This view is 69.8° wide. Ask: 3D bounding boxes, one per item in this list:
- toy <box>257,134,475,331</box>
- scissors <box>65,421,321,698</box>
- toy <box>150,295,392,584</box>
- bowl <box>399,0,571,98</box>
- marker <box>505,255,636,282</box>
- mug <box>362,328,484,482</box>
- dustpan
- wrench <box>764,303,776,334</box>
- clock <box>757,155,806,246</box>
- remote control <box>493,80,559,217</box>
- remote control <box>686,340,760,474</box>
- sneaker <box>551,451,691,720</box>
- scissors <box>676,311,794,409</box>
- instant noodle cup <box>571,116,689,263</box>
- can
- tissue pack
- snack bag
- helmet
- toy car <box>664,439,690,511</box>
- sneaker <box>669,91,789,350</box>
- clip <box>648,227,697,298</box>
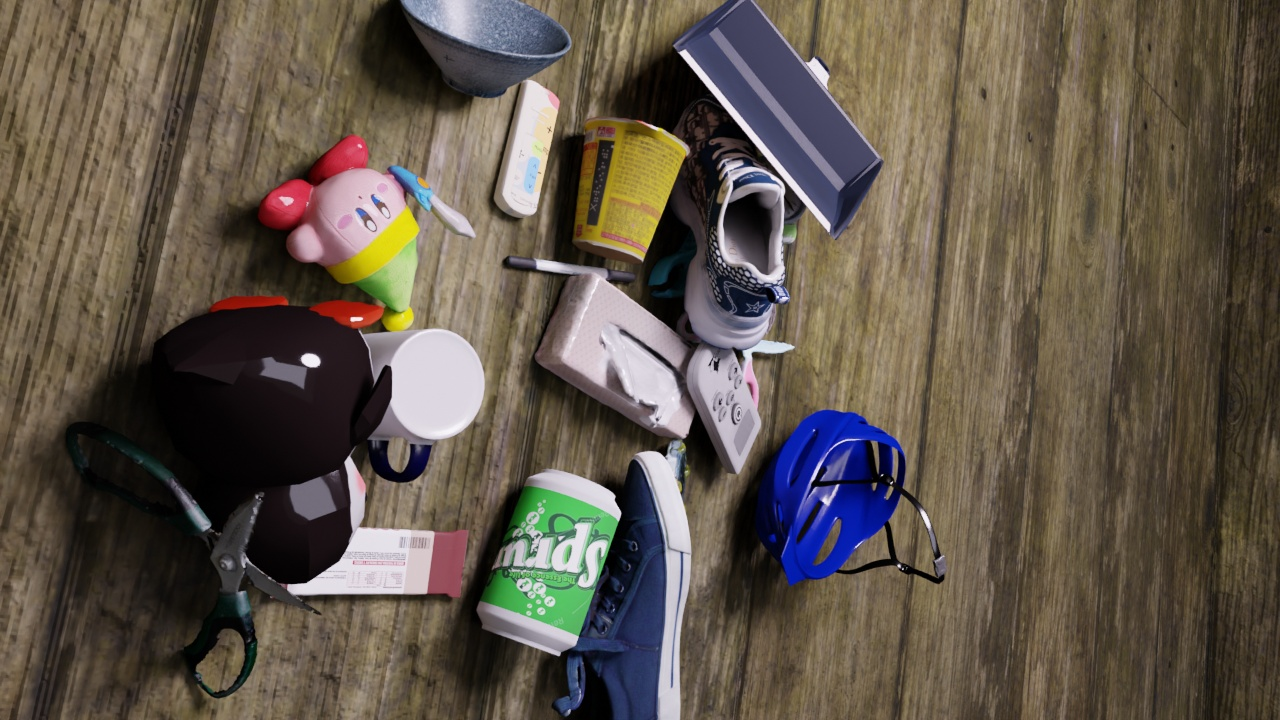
[{"bbox_3d":[-0.201,-0.092,0.685,0.131,0.097,0.123,45,52,-11],"label":"toy"},{"bbox_3d":[-0.289,0.122,0.575,0.205,0.202,0.015,38,32,6],"label":"scissors"},{"bbox_3d":[-0.240,0.063,0.592,0.140,0.159,0.184,-52,144,-68],"label":"toy"},{"bbox_3d":[-0.129,-0.250,0.741,0.136,0.137,0.057,-18,141,-42],"label":"bowl"},{"bbox_3d":[-0.060,-0.084,0.848,0.152,0.011,0.011,4,87,-43],"label":"marker"},{"bbox_3d":[-0.176,0.034,0.679,0.078,0.097,0.112,8,84,-43],"label":"mug"},{"bbox_3d":[0.157,-0.268,0.942,0.236,0.080,0.272,48,22,-9],"label":"dustpan"},{"bbox_3d":[0.153,-0.155,1.047,0.070,0.010,0.273,28,71,-39],"label":"wrench"},{"bbox_3d":[0.139,-0.177,1.003,0.094,0.043,0.119,31,69,-24],"label":"clock"},{"bbox_3d":[-0.100,-0.187,0.808,0.038,0.018,0.125,23,72,-40],"label":"remote control"},{"bbox_3d":[0.087,0.042,0.929,0.074,0.019,0.151,-59,139,-35],"label":"remote control"},{"bbox_3d":[-0.026,0.228,0.829,0.127,0.121,0.294,5,88,-20],"label":"sneaker"},{"bbox_3d":[0.101,-0.008,0.985,0.176,0.013,0.170,19,84,-36],"label":"scissors"},{"bbox_3d":[-0.017,-0.151,0.841,0.100,0.100,0.112,15,88,-42],"label":"instant noodle cup"},{"bbox_3d":[-0.077,0.170,0.776,0.087,0.088,0.139,34,67,-37],"label":"can"},{"bbox_3d":[-0.005,0.005,0.863,0.181,0.071,0.103,37,64,-40],"label":"tissue pack"},{"bbox_3d":[-0.204,0.156,0.709,0.157,0.013,0.057,12,79,-42],"label":"snack bag"},{"bbox_3d":[0.238,0.149,0.974,0.240,0.228,0.148,-42,126,-34],"label":"helmet"},{"bbox_3d":[0.032,0.115,0.905,0.089,0.027,0.039,-80,161,-50],"label":"toy car"},{"bbox_3d":[0.095,-0.154,0.875,0.103,0.133,0.269,2,71,-17],"label":"sneaker"},{"bbox_3d":[0.054,-0.092,0.946,0.115,0.026,0.097,-39,112,-37],"label":"clip"}]
